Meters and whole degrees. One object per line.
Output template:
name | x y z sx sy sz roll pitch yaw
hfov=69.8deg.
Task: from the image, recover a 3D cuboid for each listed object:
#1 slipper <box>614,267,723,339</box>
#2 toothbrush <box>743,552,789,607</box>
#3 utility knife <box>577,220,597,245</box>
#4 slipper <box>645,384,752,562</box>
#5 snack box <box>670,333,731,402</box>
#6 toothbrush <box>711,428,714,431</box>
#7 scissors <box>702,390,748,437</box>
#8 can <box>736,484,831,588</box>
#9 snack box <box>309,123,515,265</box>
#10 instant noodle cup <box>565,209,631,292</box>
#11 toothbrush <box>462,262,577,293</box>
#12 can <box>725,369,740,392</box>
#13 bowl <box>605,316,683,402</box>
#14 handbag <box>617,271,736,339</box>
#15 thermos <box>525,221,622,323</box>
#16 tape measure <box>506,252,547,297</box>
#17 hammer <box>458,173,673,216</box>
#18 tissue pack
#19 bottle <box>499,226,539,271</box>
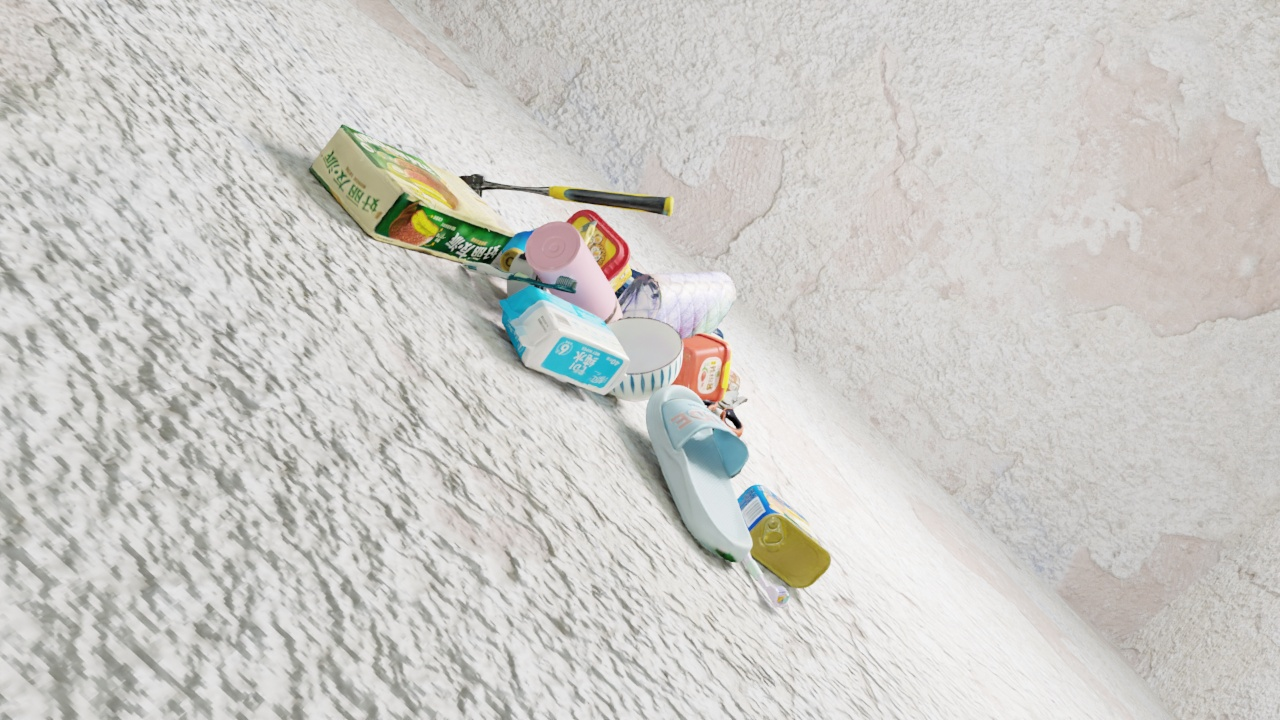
slipper | 0.031 -0.097 1.513 0.253 0.095 0.105 34 -14 -4
toothbrush | 0.104 0.189 0.975 0.029 0.021 0.189 52 2 -39
utility knife | -0.094 -0.131 1.265 0.021 0.031 0.197 56 35 -39
slipper | 0.072 0.106 0.984 0.104 0.074 0.245 34 24 -34
snack box | 0.077 0.011 1.309 0.080 0.091 0.082 -6 20 -39
toothbrush | 0.104 0.088 1.345 0.017 0.012 0.185 23 19 -21
scissors | 0.133 0.077 1.372 0.205 0.015 0.197 16 21 -35
can | 0.156 0.196 1.033 0.102 0.057 0.083 39 10 -17
snack box | -0.246 -0.176 1.029 0.114 0.063 0.239 46 12 15
instant noodle cup | -0.074 -0.146 1.386 0.116 0.116 0.123 46 1 17
toothbrush | -0.136 -0.095 1.010 0.192 0.018 0.016 16 -7 41
can | 0.096 0.014 1.471 0.147 0.058 0.058 34 15 -35
bowl | -0.007 0.006 1.097 0.116 0.116 0.066 -123 -157 -50
handbag | 0.041 -0.069 1.319 0.075 0.134 0.193 50 31 21
thermos | -0.082 -0.086 1.089 0.199 0.087 0.067 59 23 -65
tape measure | -0.133 -0.096 1.094 0.033 0.066 0.066 11 3 13
hammer | -0.112 -0.246 1.363 0.323 0.032 0.126 7 12 2
tissue pack | -0.083 -0.020 0.992 0.140 0.063 0.090 23 22 -41
bottle | -0.145 -0.140 1.219 0.065 0.065 0.218 42 12 -4
